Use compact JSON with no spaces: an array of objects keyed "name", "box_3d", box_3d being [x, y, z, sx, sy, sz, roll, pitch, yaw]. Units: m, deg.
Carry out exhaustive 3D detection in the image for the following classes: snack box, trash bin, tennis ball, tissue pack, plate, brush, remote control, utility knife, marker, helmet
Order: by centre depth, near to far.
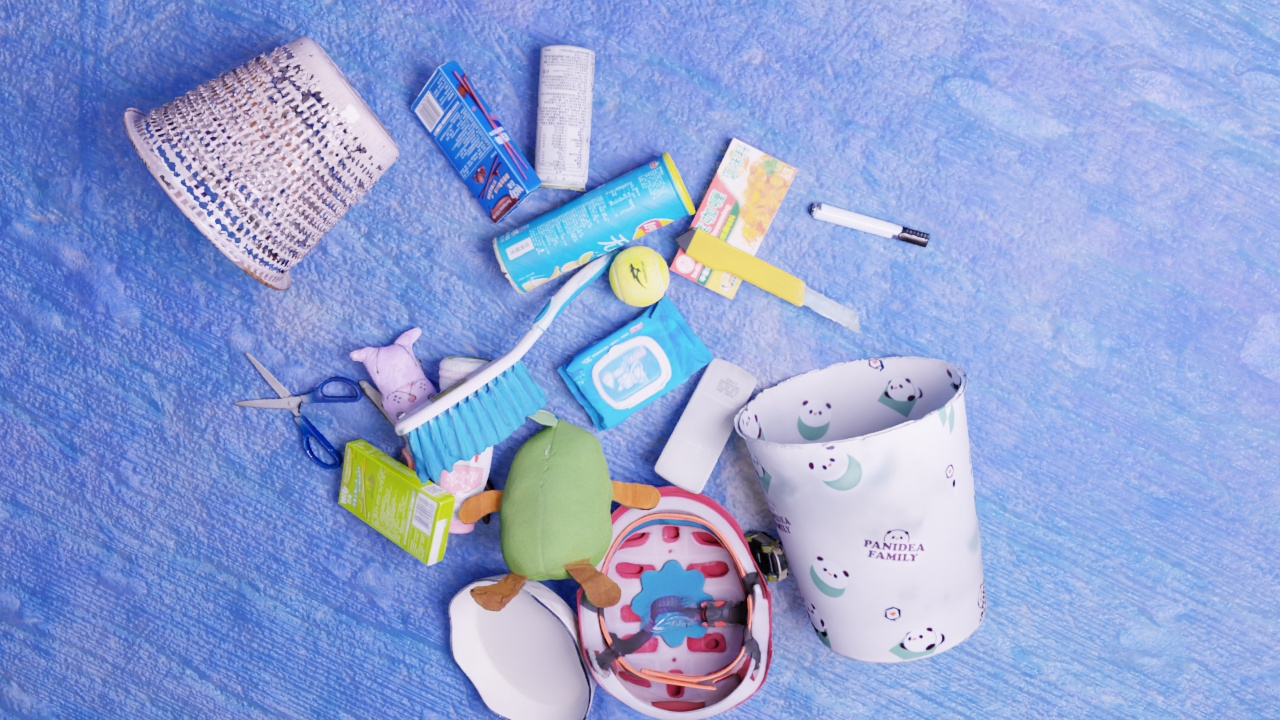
[{"name":"trash bin","box_3d":[-0.369,-0.217,0.944,0.192,0.227,0.227,-38,95,-2]},{"name":"trash bin","box_3d":[0.240,0.151,0.947,0.230,0.229,0.252,-14,105,8]},{"name":"utility knife","box_3d":[0.137,-0.085,0.978,0.219,0.015,0.033,27,101,1]},{"name":"snack box","box_3d":[-0.176,-0.230,0.980,0.157,0.026,0.085,55,143,-6]},{"name":"marker","box_3d":[0.245,-0.145,0.982,0.131,0.022,0.018,16,107,1]},{"name":"brush","box_3d":[-0.127,0.003,0.989,0.314,0.060,0.109,-33,103,-14]},{"name":"snack box","box_3d":[0.100,-0.152,0.992,0.077,0.027,0.156,26,102,-1]},{"name":"tennis ball","box_3d":[-0.001,-0.091,0.994,0.065,0.065,0.065,1,101,5]},{"name":"remote control","box_3d":[0.072,0.071,1.009,0.058,0.021,0.149,28,75,6]},{"name":"tissue pack","box_3d":[-0.006,0.006,1.019,0.157,0.052,0.095,-33,96,10]},{"name":"helmet","box_3d":[0.036,0.271,1.022,0.207,0.144,0.239,-3,71,0]},{"name":"snack box","box_3d":[-0.281,0.160,1.046,0.156,0.026,0.086,25,112,27]},{"name":"plate","box_3d":[-0.133,0.335,1.061,0.205,0.045,0.205,13,116,29]}]

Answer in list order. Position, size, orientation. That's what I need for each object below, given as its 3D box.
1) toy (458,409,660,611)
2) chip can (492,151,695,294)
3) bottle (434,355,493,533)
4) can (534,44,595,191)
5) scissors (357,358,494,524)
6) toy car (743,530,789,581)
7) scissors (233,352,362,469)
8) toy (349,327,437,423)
[{"name":"toy","box_3d":[-0.090,0.160,0.981,0.227,0.246,0.090,-4,137,7]},{"name":"chip can","box_3d":[-0.050,-0.146,0.986,0.210,0.071,0.071,-24,97,10]},{"name":"bottle","box_3d":[-0.201,0.096,1.039,0.068,0.068,0.197,7,96,4]},{"name":"can","box_3d":[-0.081,-0.256,0.974,0.058,0.058,0.147,5,101,4]},{"name":"scissors","box_3d":[-0.255,0.111,1.081,0.189,0.015,0.226,14,100,2]},{"name":"toy car","box_3d":[0.144,0.216,1.027,0.035,0.090,0.042,-15,96,-11]},{"name":"scissors","box_3d":[-0.400,0.056,1.083,0.163,0.012,0.176,-23,100,18]},{"name":"toy","box_3d":[-0.269,0.024,1.045,0.083,0.039,0.108,-26,93,-18]}]
